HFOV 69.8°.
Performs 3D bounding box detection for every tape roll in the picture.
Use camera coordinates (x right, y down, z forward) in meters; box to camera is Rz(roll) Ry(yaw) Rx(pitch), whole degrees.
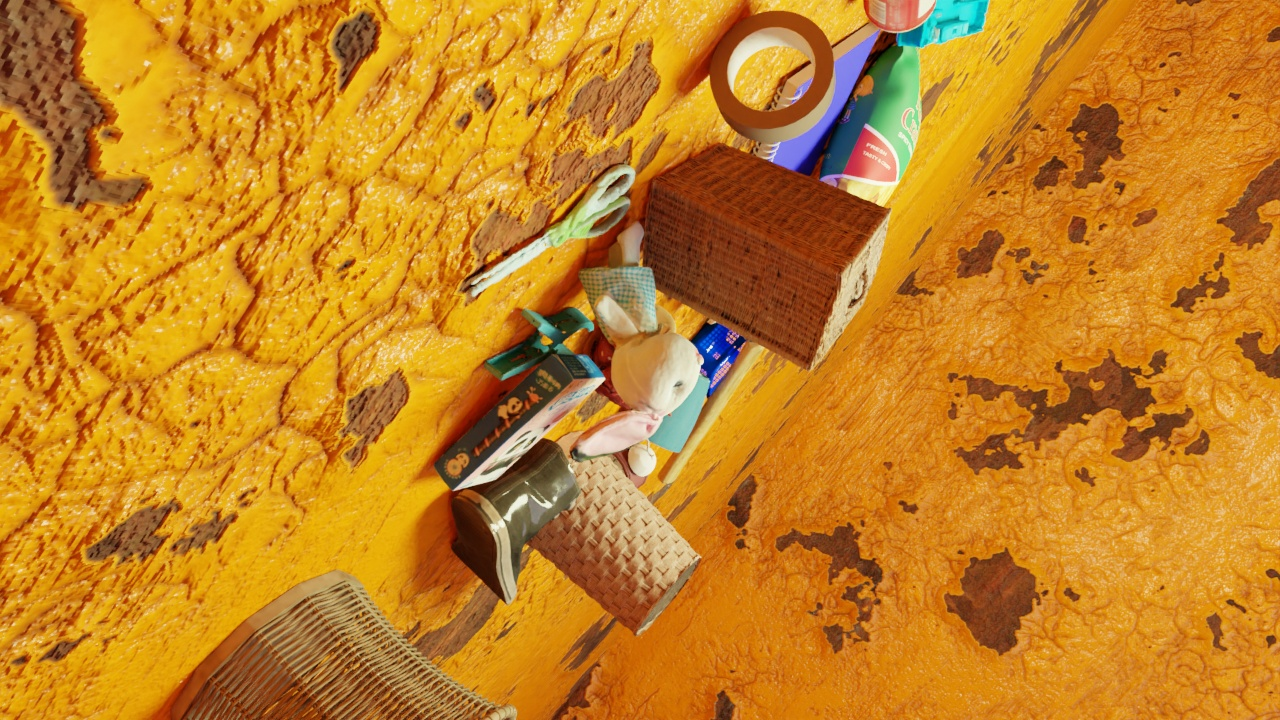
[{"bbox_3d":[0.101,-0.217,0.703,0.094,0.094,0.030,-51,165,4],"label":"tape roll"}]

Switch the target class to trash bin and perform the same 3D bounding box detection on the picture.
[{"bbox_3d":[-0.042,0.204,1.081,0.151,0.210,0.151,-45,164,-18],"label":"trash bin"}]

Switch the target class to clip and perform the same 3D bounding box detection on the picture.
[{"bbox_3d":[-0.073,-0.030,0.793,0.113,0.028,0.126,-47,166,11],"label":"clip"}]

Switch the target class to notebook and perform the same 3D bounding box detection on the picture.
[{"bbox_3d":[0.166,-0.237,0.975,0.171,0.022,0.210,-41,162,-34],"label":"notebook"}]

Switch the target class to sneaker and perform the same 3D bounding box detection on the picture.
[{"bbox_3d":[-0.135,0.178,0.993,0.119,0.095,0.235,-38,154,-30],"label":"sneaker"}]

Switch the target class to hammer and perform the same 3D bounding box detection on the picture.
[{"bbox_3d":[0.108,0.053,1.257,0.131,0.033,0.331,-30,156,-53],"label":"hammer"}]

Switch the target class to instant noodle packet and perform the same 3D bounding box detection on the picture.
[{"bbox_3d":[0.275,-0.254,1.089,0.253,0.090,0.195,-66,163,6],"label":"instant noodle packet"}]

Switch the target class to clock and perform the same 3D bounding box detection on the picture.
[{"bbox_3d":[-0.030,0.128,1.170,0.044,0.087,0.125,-30,159,-50],"label":"clock"}]

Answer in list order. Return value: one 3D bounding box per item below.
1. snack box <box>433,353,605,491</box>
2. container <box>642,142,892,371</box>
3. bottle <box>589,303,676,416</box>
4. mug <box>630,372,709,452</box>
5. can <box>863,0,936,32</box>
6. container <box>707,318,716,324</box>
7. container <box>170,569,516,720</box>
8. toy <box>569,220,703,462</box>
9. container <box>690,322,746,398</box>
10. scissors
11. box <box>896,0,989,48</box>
[{"bbox_3d":[-0.107,0.054,0.831,0.154,0.033,0.088,-42,169,13],"label":"snack box"},{"bbox_3d":[0.109,-0.099,0.811,0.112,0.198,0.114,-43,152,-37],"label":"container"},{"bbox_3d":[-0.006,0.005,0.932,0.098,0.099,0.111,-38,156,-37],"label":"bottle"},{"bbox_3d":[0.037,0.052,1.211,0.104,0.084,0.112,-62,-168,7],"label":"mug"},{"bbox_3d":[0.224,-0.347,0.786,0.067,0.067,0.170,-51,164,4],"label":"can"},{"bbox_3d":[0.113,-0.102,1.041,0.129,0.049,0.080,-42,180,1],"label":"container"},{"bbox_3d":[-0.255,0.317,0.782,0.226,0.196,0.227,-45,164,-17],"label":"container"},{"bbox_3d":[0.004,-0.017,0.792,0.131,0.106,0.205,1,90,-76],"label":"toy"},{"bbox_3d":[0.104,-0.008,1.269,0.096,0.058,0.114,-45,164,-16],"label":"container"},{"bbox_3d":[-0.065,-0.091,0.693,0.175,0.033,0.072,-35,162,-30],"label":"scissors"},{"bbox_3d":[0.351,-0.423,0.966,0.226,0.074,0.181,-32,156,-48],"label":"box"}]
